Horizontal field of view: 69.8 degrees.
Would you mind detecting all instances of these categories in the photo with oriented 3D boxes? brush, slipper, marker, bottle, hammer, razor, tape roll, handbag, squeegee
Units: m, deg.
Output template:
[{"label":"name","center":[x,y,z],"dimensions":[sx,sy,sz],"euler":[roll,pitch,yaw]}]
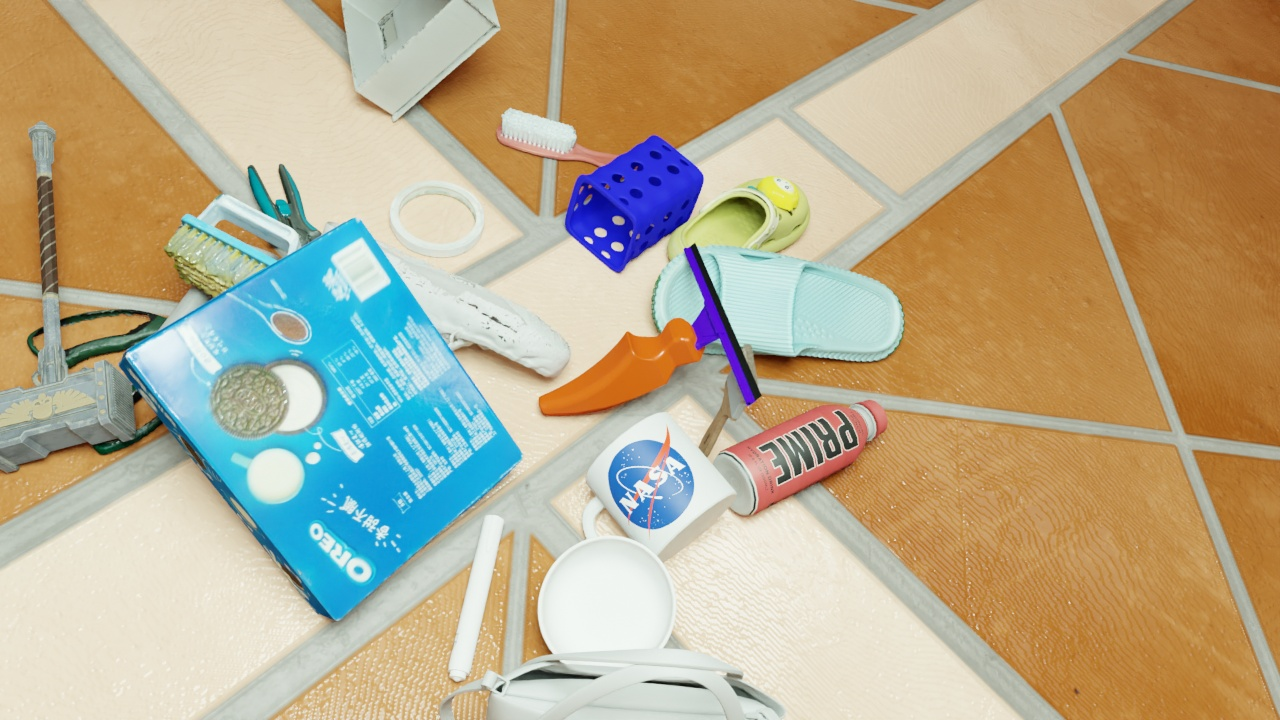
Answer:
[{"label":"brush","center":[-0.074,-0.238,1.012],"dimensions":[0.172,0.030,0.040],"euler":[16,54,-6]},{"label":"slipper","center":[-0.179,-0.046,0.825],"dimensions":[0.247,0.075,0.112],"euler":[23,22,-2]},{"label":"brush","center":[-0.306,-0.076,0.748],"dimensions":[0.136,0.055,0.075],"euler":[28,62,5]},{"label":"brush","center":[0.070,0.049,0.785],"dimensions":[0.008,0.143,0.045],"euler":[9,46,-13]},{"label":"slipper","center":[0.148,-0.056,0.911],"dimensions":[0.276,0.070,0.116],"euler":[7,78,-14]},{"label":"marker","center":[-0.128,0.182,0.715],"dimensions":[0.017,0.020,0.133],"euler":[16,54,-10]},{"label":"bottle","center":[0.153,0.081,0.838],"dimensions":[0.176,0.062,0.062],"euler":[-21,64,-27]},{"label":"hammer","center":[-0.483,-0.073,0.749],"dimensions":[0.098,0.044,0.321],"euler":[-16,65,-9]},{"label":"razor","center":[-0.375,-0.055,0.780],"dimensions":[0.088,0.047,0.116],"euler":[19,57,1]},{"label":"tape roll","center":[-0.203,-0.143,0.920],"dimensions":[0.093,0.013,0.092],"euler":[7,55,-11]},{"label":"slipper","center":[0.109,-0.153,0.976],"dimensions":[0.190,0.082,0.091],"euler":[-34,69,-29]},{"label":"handbag","center":[-0.017,0.232,0.587],"dimensions":[0.215,0.223,0.095],"euler":[8,54,-11]},{"label":"squeegee","center":[-0.005,0.005,0.813],"dimensions":[0.185,0.055,0.249],"euler":[-25,36,7]}]

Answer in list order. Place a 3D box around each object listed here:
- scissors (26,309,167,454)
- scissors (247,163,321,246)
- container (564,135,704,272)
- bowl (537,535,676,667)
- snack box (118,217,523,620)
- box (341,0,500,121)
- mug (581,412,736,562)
[{"label":"scissors","center":[-0.413,-0.025,0.781],"dimensions":[0.154,0.015,0.208],"euler":[32,53,9]},{"label":"scissors","center":[-0.341,-0.134,0.870],"dimensions":[0.139,0.019,0.128],"euler":[27,47,-6]},{"label":"container","center":[-0.005,-0.164,0.947],"dimensions":[0.084,0.085,0.113],"euler":[42,55,13]},{"label":"bowl","center":[-0.025,0.189,0.707],"dimensions":[0.105,0.054,0.104],"euler":[0,77,0]},{"label":"snack box","center":[-0.228,0.042,0.694],"dimensions":[0.195,0.056,0.239],"euler":[-41,107,-33]},{"label":"box","center":[-0.187,-0.465,0.841],"dimensions":[0.148,0.508,0.166],"euler":[-4,57,-23]},{"label":"mug","center":[0.005,0.116,0.764],"dimensions":[0.121,0.091,0.090],"euler":[-42,72,3]}]
